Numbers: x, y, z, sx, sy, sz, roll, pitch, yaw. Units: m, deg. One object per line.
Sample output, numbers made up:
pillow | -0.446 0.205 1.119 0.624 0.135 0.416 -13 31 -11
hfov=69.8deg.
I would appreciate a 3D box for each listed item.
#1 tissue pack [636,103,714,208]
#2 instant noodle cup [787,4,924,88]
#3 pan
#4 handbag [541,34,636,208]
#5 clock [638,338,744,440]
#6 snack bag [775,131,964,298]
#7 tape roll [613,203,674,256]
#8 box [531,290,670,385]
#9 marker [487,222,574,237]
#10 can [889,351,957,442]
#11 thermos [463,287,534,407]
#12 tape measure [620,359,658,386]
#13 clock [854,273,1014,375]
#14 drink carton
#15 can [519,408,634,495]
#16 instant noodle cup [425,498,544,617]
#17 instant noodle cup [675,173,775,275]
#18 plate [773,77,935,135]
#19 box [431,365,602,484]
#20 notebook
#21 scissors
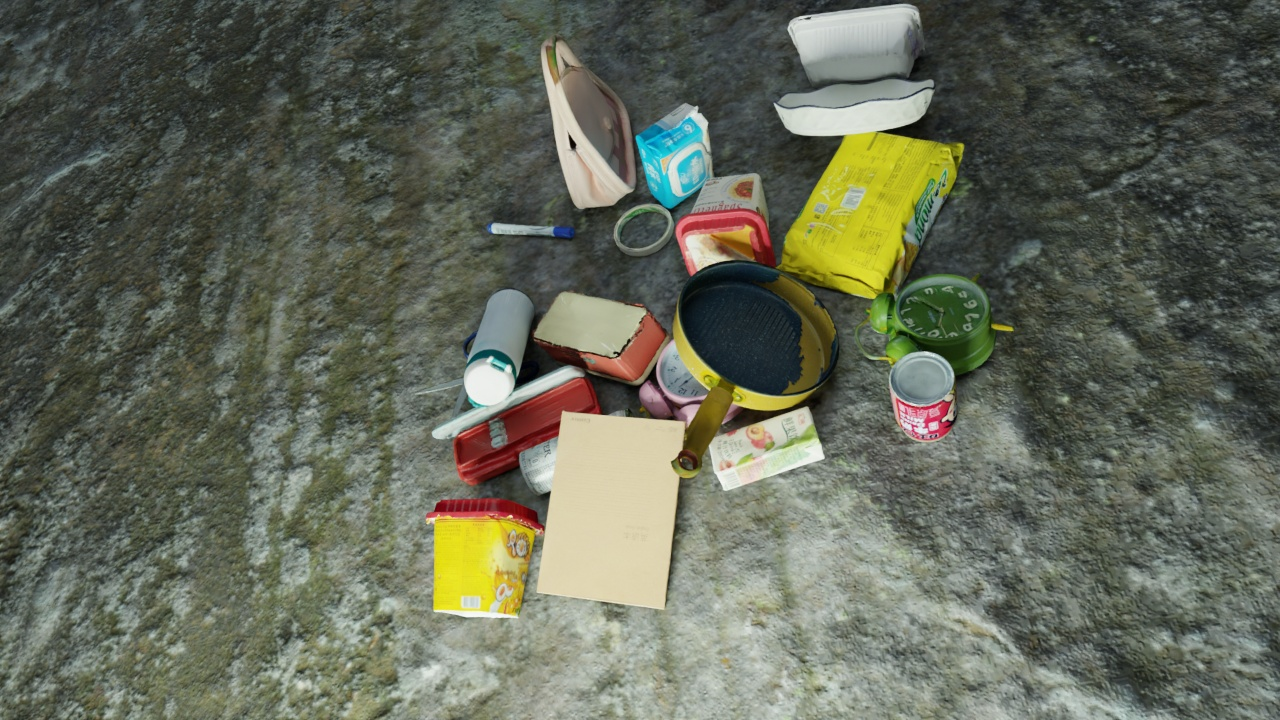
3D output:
tissue pack | 0.051 -0.279 1.262 0.090 0.140 0.063 -36 61 -10
instant noodle cup | 0.299 -0.425 1.268 0.174 0.138 0.060 0 81 22
pan | 0.104 0.010 1.007 0.198 0.078 0.356 29 51 5
handbag | -0.088 -0.352 1.300 0.093 0.234 0.193 -15 55 14
clock | 0.065 0.033 1.105 0.117 0.060 0.158 24 71 33
snack bag | 0.285 -0.192 1.156 0.158 0.068 0.246 20 69 31
tape roll | 0.004 -0.185 1.295 0.086 0.014 0.085 -10 56 16
box | -0.055 -0.037 1.164 0.168 0.077 0.091 14 65 43
marker | -0.165 -0.194 1.367 0.146 0.017 0.016 7 62 25
can | 0.304 0.041 0.983 0.067 0.094 0.066 -10 56 15
thermos | -0.181 -0.017 1.170 0.073 0.073 0.223 -19 26 10
tape measure | -0.007 0.007 1.171 0.054 0.025 0.058 -45 44 -7
clock | 0.324 -0.039 1.037 0.161 0.056 0.116 -17 47 4
drink carton | 0.142 0.101 1.039 0.122 0.045 0.053 -19 44 8
can | -0.071 0.111 1.110 0.147 0.058 0.058 -24 54 7
instant noodle cup | -0.181 0.229 1.053 0.116 0.116 0.123 -5 69 20
instant noodle cup | 0.117 -0.173 1.190 0.116 0.117 0.124 -3 47 20
plate | 0.280 -0.333 1.205 0.205 0.046 0.204 -7 23 3
box | -0.158 0.067 1.148 0.201 0.098 0.095 -25 53 6
notebook | -0.032 0.166 1.046 0.150 0.012 0.211 4 76 15
scissors | -0.218 0.019 1.236 0.162 0.012 0.173 1 45 10
